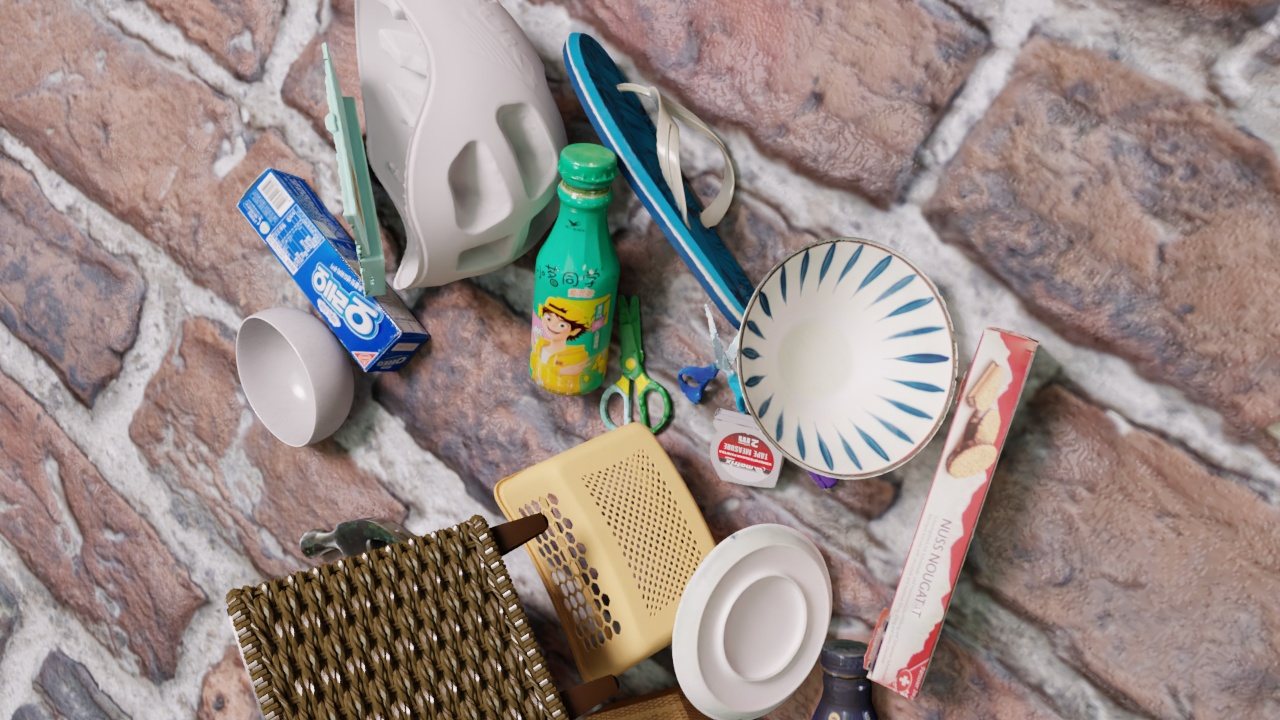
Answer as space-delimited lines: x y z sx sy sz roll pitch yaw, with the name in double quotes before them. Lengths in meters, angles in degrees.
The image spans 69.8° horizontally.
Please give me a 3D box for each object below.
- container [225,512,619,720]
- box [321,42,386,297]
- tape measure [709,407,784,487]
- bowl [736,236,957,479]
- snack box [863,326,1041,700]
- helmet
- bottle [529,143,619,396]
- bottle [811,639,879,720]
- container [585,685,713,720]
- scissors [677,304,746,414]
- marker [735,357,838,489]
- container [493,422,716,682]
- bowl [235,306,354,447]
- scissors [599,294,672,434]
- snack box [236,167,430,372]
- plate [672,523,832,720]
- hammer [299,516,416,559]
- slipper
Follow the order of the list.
"container" -0.163 0.242 0.693 0.204 0.322 0.176 -19 74 -24
"box" -0.257 -0.167 0.815 0.033 0.136 0.186 -9 67 -17
"tape measure" 0.089 0.072 0.753 0.060 0.020 0.062 13 123 18
"bowl" 0.145 -0.001 0.699 0.177 0.071 0.177 1 88 -15
"snack box" 0.231 0.109 0.681 0.044 0.076 0.273 19 98 22
"helmet" -0.172 -0.204 0.762 0.282 0.183 0.225 53 145 17
"bottle" -0.051 -0.070 0.741 0.068 0.067 0.210 23 129 19
"bottle" 0.161 0.303 0.720 0.056 0.056 0.161 1 92 21
"container" 0.008 0.318 0.779 0.114 0.063 0.061 -22 76 20
"scissors" 0.057 0.003 0.741 0.104 0.015 0.133 14 140 36
"marker" 0.117 0.049 0.753 0.134 0.018 0.015 55 144 12
"container" -0.026 0.157 0.762 0.183 0.129 0.167 62 150 10
"bowl" -0.326 0.011 0.888 0.132 0.064 0.132 17 119 34
"scissors" -0.013 0.004 0.807 0.071 0.014 0.130 -11 88 21
"snack box" -0.299 -0.088 0.890 0.059 0.059 0.226 -45 76 12
"plate" 0.092 0.203 0.705 0.014 0.156 0.157 11 96 58
"hammer" -0.236 0.315 0.889 0.133 0.033 0.333 -15 87 20
"slipper" 0.030 -0.154 0.734 0.060 0.118 0.295 -34 84 25
